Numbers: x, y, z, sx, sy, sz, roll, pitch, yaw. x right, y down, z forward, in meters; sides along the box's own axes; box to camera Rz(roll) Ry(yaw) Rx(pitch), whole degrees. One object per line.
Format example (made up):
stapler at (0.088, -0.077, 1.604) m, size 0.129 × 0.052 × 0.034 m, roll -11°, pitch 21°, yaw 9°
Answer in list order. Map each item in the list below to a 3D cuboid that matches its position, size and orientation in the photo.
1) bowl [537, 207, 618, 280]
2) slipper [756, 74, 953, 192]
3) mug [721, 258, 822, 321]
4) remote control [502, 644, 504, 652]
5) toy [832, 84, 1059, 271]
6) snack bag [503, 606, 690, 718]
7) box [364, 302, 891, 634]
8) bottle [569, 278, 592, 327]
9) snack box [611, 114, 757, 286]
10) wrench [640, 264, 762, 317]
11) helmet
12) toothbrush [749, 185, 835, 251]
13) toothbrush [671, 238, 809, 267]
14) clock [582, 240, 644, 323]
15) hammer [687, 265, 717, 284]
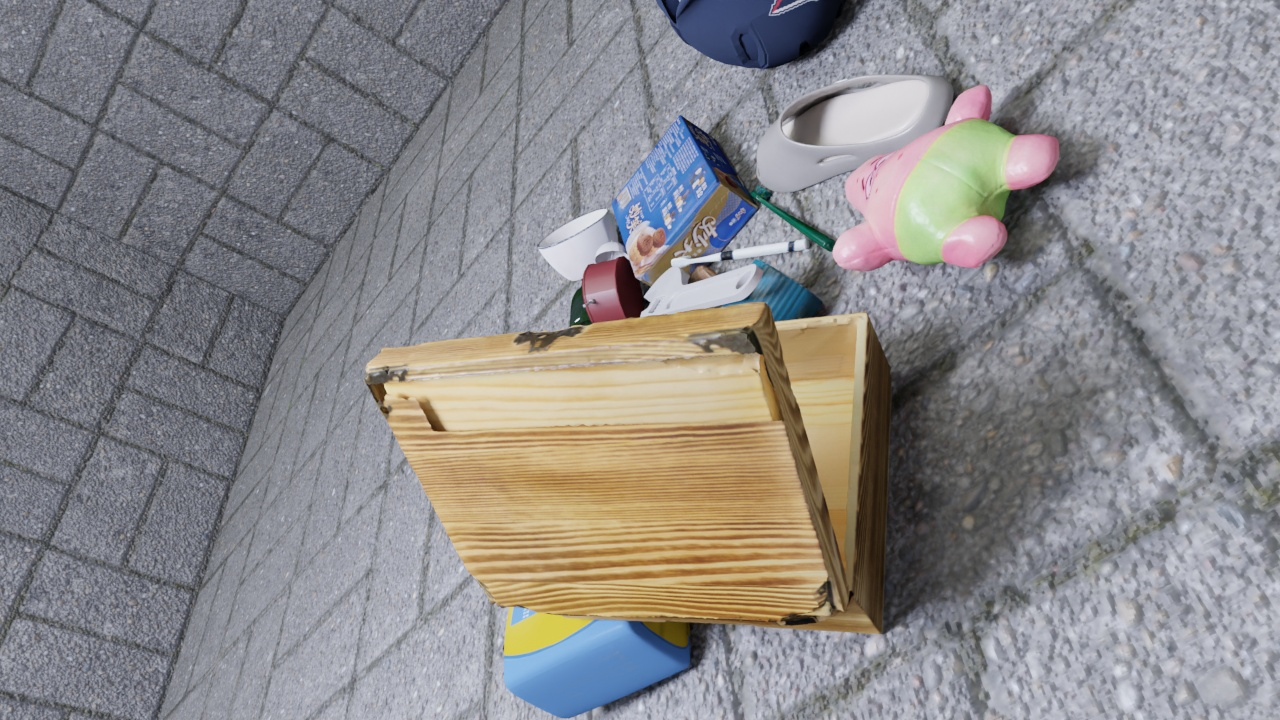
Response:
bowl at (-0.081, -0.162, 1.308) m, size 0.116 × 0.066 × 0.116 m, roll -25°, pitch 20°, yaw 10°
slipper at (0.195, -0.248, 0.951) m, size 0.266 × 0.080 × 0.113 m, roll 6°, pitch 73°, yaw 60°
mug at (0.125, -0.026, 0.882) m, size 0.113 × 0.083 × 0.107 m, roll 38°, pitch 96°, yaw 39°
remote control at (-0.132, 0.289, 1.029) m, size 0.030 × 0.009 × 0.140 m, roll 51°, pitch 132°, yaw 41°
toy at (0.239, -0.147, 0.783) m, size 0.192 × 0.097 × 0.237 m, roll -52°, pitch 21°, yaw 1°
snack bag at (-0.042, 0.215, 0.888) m, size 0.159 × 0.102 × 0.204 m, roll -32°, pitch 36°, yaw 25°
box at (0.006, 0.064, 0.653) m, size 0.280 × 0.323 × 0.283 m, roll -4°, pitch 59°, yaw 25°
bottle at (-0.070, -0.080, 1.266) m, size 0.055 × 0.055 × 0.174 m, roll -49°, pitch 23°, yaw 23°
snack box at (0.048, -0.195, 1.156) m, size 0.155 × 0.069 × 0.202 m, roll -49°, pitch 31°, yaw 22°
wrench at (0.060, -0.075, 0.956) m, size 0.086 × 0.018 × 0.274 m, roll -59°, pitch 17°, yaw -15°
helmet at (0.138, -0.458, 1.069) m, size 0.232 × 0.223 × 0.272 m, roll -44°, pitch 0°, yaw 2°
toothbrush at (0.163, -0.156, 0.991) m, size 0.017 × 0.016 × 0.189 m, roll -51°, pitch 30°, yaw 10°
toothbrush at (0.107, -0.118, 1.013) m, size 0.187 × 0.012 × 0.017 m, roll -3°, pitch 28°, yaw 44°
clock at (-0.032, -0.089, 1.160) m, size 0.048 × 0.096 × 0.137 m, roll -11°, pitch 40°, yaw 20°
hammer at (-0.007, 0.007, 1.101) m, size 0.301 × 0.037 × 0.157 m, roll -51°, pitch 30°, yaw 19°
